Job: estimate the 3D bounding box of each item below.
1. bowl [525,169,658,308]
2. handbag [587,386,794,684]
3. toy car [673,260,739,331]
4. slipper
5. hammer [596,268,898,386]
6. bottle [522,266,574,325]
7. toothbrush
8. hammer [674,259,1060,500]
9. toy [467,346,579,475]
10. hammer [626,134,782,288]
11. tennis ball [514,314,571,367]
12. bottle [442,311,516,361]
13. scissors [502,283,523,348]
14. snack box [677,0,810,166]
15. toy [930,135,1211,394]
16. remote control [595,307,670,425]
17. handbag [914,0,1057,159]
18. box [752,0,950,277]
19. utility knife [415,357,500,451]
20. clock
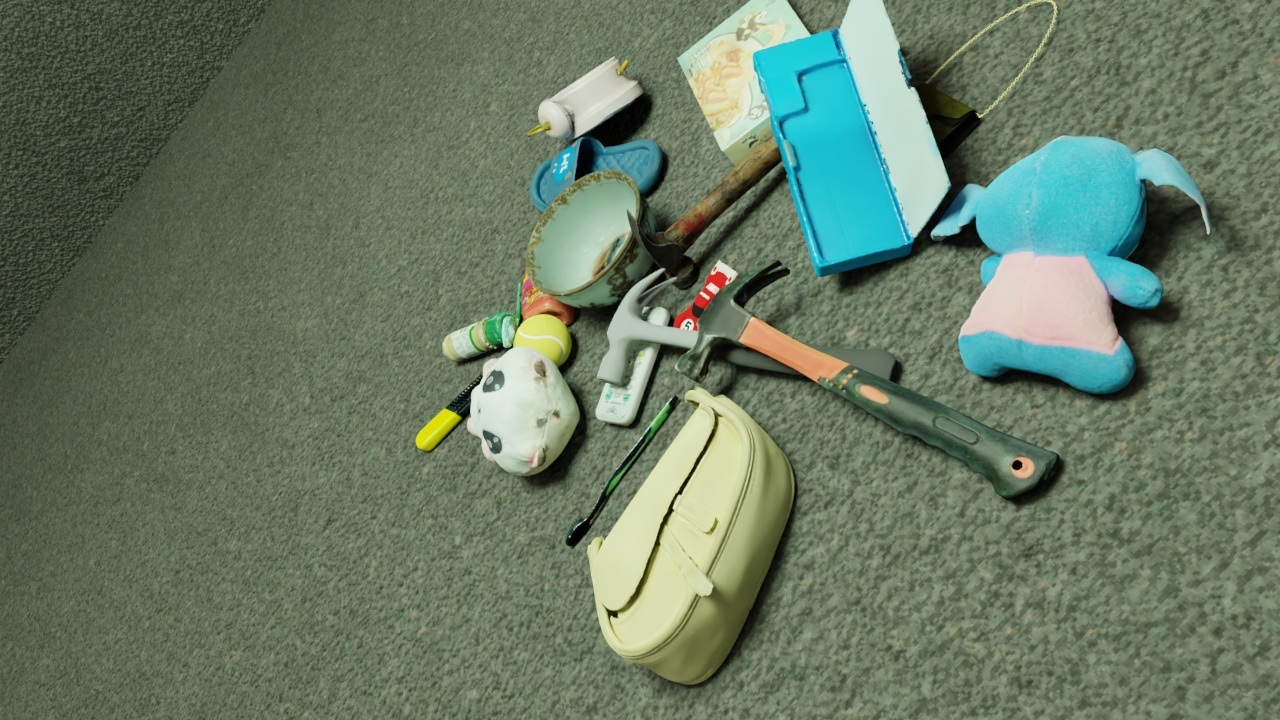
[{"bbox_3d":[-0.039,-0.121,1.026,0.160,0.094,0.159,-22,53,31],"label":"bowl"},{"bbox_3d":[0.038,0.145,0.806,0.233,0.088,0.191,-57,40,0],"label":"handbag"},{"bbox_3d":[0.068,-0.056,0.943,0.089,0.025,0.038,-51,43,5],"label":"toy car"},{"bbox_3d":[-0.064,-0.231,1.143,0.214,0.059,0.103,2,69,41],"label":"slipper"},{"bbox_3d":[0.094,-0.015,0.871,0.311,0.029,0.125,11,78,38],"label":"hammer"},{"bbox_3d":[-0.110,-0.102,1.111,0.072,0.048,0.134,-25,51,31],"label":"bottle"},{"bbox_3d":[-0.020,0.110,0.930,0.188,0.014,0.017,-54,35,2],"label":"toothbrush"},{"bbox_3d":[0.180,0.021,0.763,0.333,0.033,0.133,31,91,37],"label":"hammer"},{"bbox_3d":[-0.141,0.055,1.012,0.180,0.101,0.139,-3,85,50],"label":"toy"},{"bbox_3d":[0.131,-0.217,0.938,0.330,0.120,0.033,-42,51,5],"label":"hammer"},{"bbox_3d":[-0.111,-0.020,1.051,0.065,0.065,0.065,-22,53,31],"label":"tennis ball"},{"bbox_3d":[-0.202,-0.028,1.155,0.110,0.042,0.042,-18,55,35],"label":"bottle"},{"bbox_3d":[-0.149,-0.043,1.089,0.012,0.112,0.130,-3,67,4],"label":"scissors"},{"bbox_3d":[0.131,-0.324,1.034,0.142,0.044,0.193,-34,46,20],"label":"snack box"},{"bbox_3d":[0.306,-0.075,0.704,0.224,0.098,0.191,6,81,51],"label":"toy"},{"bbox_3d":[-0.006,0.006,0.973,0.050,0.022,0.133,5,69,44],"label":"remote control"},{"bbox_3d":[0.313,-0.267,0.854,0.178,0.027,0.084,-45,44,9],"label":"handbag"},{"bbox_3d":[0.183,-0.215,0.828,0.114,0.114,0.243,-14,69,5],"label":"box"},{"bbox_3d":[-0.215,0.050,1.135,0.174,0.020,0.028,-43,45,15],"label":"utility knife"},{"bbox_3d":[-0.075,-0.323,1.164,0.158,0.059,0.116,-31,17,5],"label":"clock"}]
